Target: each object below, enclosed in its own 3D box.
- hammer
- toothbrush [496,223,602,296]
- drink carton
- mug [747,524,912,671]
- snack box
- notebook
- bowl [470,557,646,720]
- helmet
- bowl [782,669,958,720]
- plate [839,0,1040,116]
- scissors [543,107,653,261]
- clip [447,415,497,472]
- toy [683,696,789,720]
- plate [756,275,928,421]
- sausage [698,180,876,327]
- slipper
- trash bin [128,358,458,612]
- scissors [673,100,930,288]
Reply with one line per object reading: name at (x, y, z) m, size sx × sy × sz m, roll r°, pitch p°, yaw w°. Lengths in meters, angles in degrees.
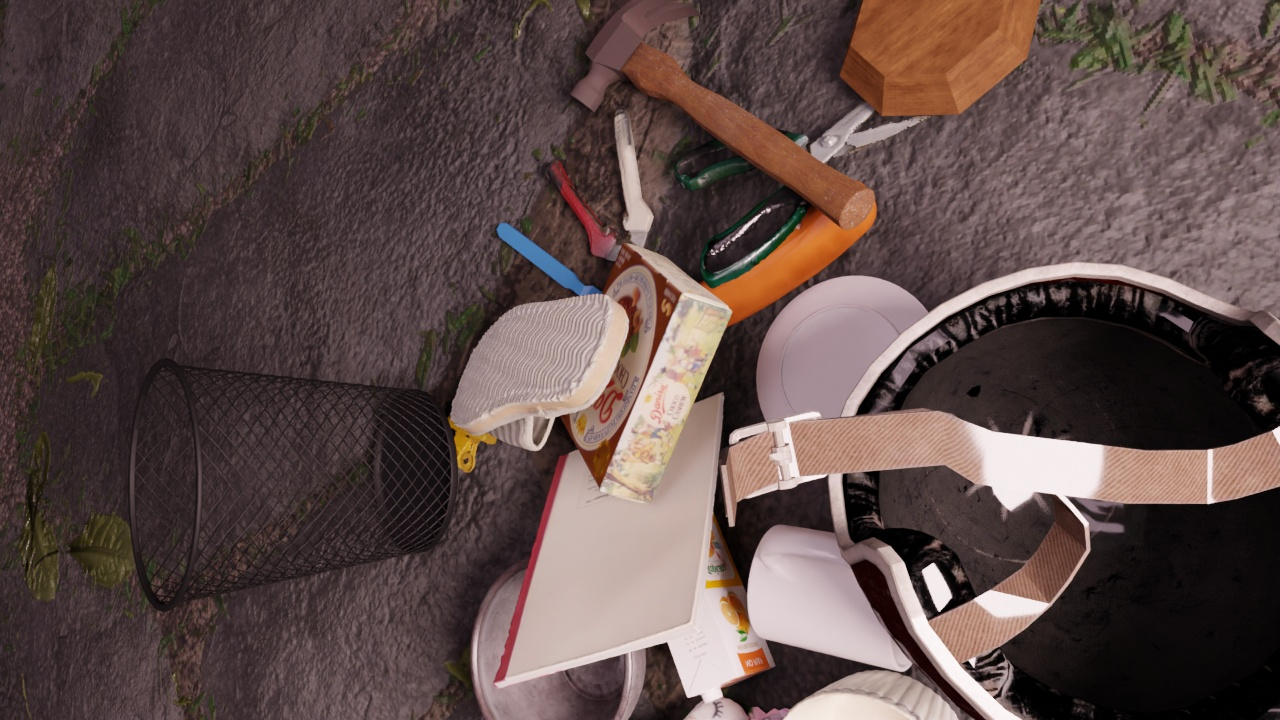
hammer at (0.053, -0.183, 0.669) m, size 0.115 × 0.033 × 0.323 m, roll -51°, pitch 48°, yaw 10°
toothbrush at (-0.073, -0.078, 0.782) m, size 0.166 × 0.014 × 0.016 m, roll 38°, pitch 103°, yaw 37°
drink carton at (0.043, 0.167, 0.629) m, size 0.040 × 0.058 × 0.122 m, roll -33°, pitch 65°, yaw 24°
mug at (0.116, 0.135, 0.557) m, size 0.091 × 0.110 × 0.073 m, roll 3°, pitch 57°, yaw 34°
snack box at (-0.004, 0.004, 0.652) m, size 0.147 × 0.041 × 0.143 m, roll -67°, pitch 23°, yaw 14°
notebook at (-0.016, 0.115, 0.627) m, size 0.153 × 0.012 × 0.208 m, roll -24°, pitch 30°, yaw 26°
bowl at (-0.050, 0.216, 0.676) m, size 0.145 × 0.067 × 0.145 m, roll -7°, pitch 77°, yaw 33°
helmet at (0.196, 0.070, 0.423) m, size 0.233 × 0.253 × 0.234 m, roll -32°, pitch 89°, yaw 8°
bowl at (0.142, 0.234, 0.536) m, size 0.115 × 0.062 × 0.115 m, roll 8°, pitch 105°, yaw 31°
plate at (0.193, -0.223, 0.608) m, size 0.132 × 0.025 × 0.131 m, roll -13°, pitch 64°, yaw 28°
scissors at (-0.021, -0.118, 0.751) m, size 0.187 × 0.015 × 0.179 m, roll 18°, pitch 92°, yaw 34°
clip at (-0.151, 0.075, 0.805) m, size 0.053 × 0.037 × 0.046 m, roll 17°, pitch 78°, yaw 33°
toy at (0.045, 0.257, 0.607) m, size 0.123 × 0.079 × 0.038 m, roll -18°, pitch 111°, yaw 8°
plate at (0.138, 0.007, 0.624) m, size 0.135 × 0.011 × 0.134 m, roll -7°, pitch 77°, yaw 33°
sausage at (0.094, -0.067, 0.650) m, size 0.165 × 0.039 × 0.044 m, roll -34°, pitch 58°, yaw 24°
slipper at (-0.078, 0.009, 0.693) m, size 0.273 × 0.054 × 0.114 m, roll -16°, pitch 57°, yaw 60°
trash bin at (-0.276, 0.094, 0.745) m, size 0.184 × 0.209 × 0.184 m, roll -3°, pitch 86°, yaw 48°
scissors at (0.097, -0.146, 0.660) m, size 0.206 × 0.015 × 0.179 m, roll -41°, pitch 39°, yaw -2°
